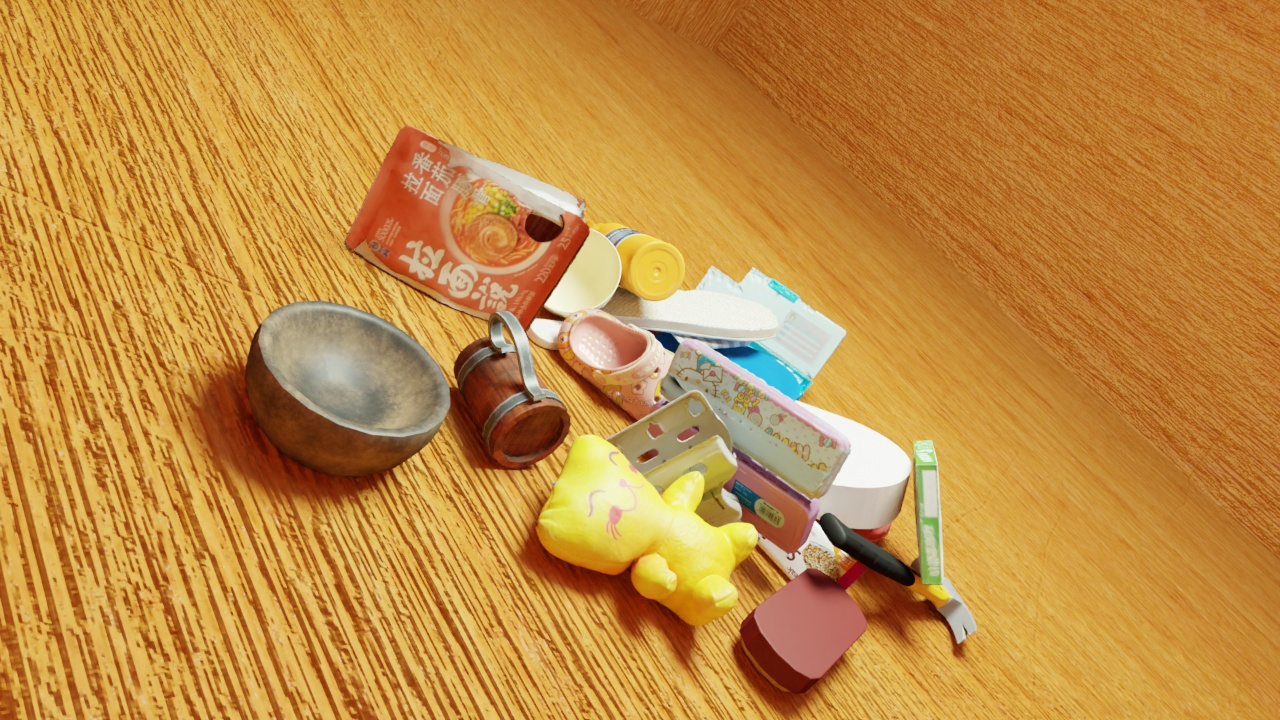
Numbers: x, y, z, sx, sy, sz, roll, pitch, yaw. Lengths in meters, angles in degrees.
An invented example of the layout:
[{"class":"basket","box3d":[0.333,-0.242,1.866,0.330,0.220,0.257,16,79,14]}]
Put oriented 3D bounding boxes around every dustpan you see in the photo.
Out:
[{"class":"dustpan","box3d":[0.189,0.116,1.097,0.258,0.053,0.191,20,25,29]}]

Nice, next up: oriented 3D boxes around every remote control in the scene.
[{"class":"remote control","box3d":[-0.083,-0.029,1.116,0.136,0.013,0.043,4,40,-48]}]

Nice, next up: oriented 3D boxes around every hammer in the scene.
[{"class":"hammer","box3d":[0.287,0.234,1.014,0.323,0.029,0.127,33,19,-44]}]

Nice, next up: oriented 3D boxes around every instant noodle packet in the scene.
[{"class":"instant noodle packet","box3d":[-0.190,-0.145,1.005,0.220,0.165,0.083,24,30,-24]}]

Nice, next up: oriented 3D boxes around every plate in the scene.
[{"class":"plate","box3d":[0.094,0.019,1.187,0.224,0.024,0.224,11,23,-5]}]

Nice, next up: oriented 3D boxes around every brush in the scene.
[{"class":"brush","box3d":[0.154,0.261,0.883,0.082,0.042,0.173,46,27,20]}]

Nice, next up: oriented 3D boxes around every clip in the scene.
[{"class":"clip","box3d":[0.042,0.122,0.904,0.151,0.127,0.105,58,16,-9]}]

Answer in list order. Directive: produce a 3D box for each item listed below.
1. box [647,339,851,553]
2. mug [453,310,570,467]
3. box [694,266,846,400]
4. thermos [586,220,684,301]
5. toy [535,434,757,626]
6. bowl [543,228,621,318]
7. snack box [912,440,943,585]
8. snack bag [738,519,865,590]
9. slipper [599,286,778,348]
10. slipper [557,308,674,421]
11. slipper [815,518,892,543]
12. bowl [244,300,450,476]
[{"class":"box","box3d":[0.101,0.086,0.948,0.214,0.152,0.040,34,29,27]},{"class":"mug","box3d":[-0.122,0.022,0.866,0.081,0.118,0.111,-10,45,-33]},{"class":"box","box3d":[0.162,-0.039,1.346,0.227,0.087,0.168,37,60,11]},{"class":"thermos","box3d":[-0.022,-0.146,1.228,0.233,0.076,0.091,38,-31,64]},{"class":"toy","box3d":[0.004,0.155,0.829,0.194,0.088,0.134,29,44,-7]},{"class":"bowl","box3d":[-0.083,-0.099,1.152,0.118,0.117,0.074,43,-16,13]},{"class":"snack box","box3d":[0.328,0.169,1.051,0.027,0.132,0.167,-3,3,16]},{"class":"snack bag","box3d":[0.147,0.177,0.991,0.196,0.070,0.016,46,7,19]},{"class":"slipper","box3d":[0.054,-0.056,1.238,0.272,0.054,0.114,5,27,-17]},{"class":"slipper","box3d":[-0.006,0.006,1.045,0.197,0.093,0.082,31,-17,2]},{"class":"slipper","box3d":[0.222,0.153,1.133,0.248,0.059,0.103,23,28,-22]},{"class":"bowl","box3d":[-0.244,0.029,0.751,0.162,0.070,0.162,28,27,-16]}]
